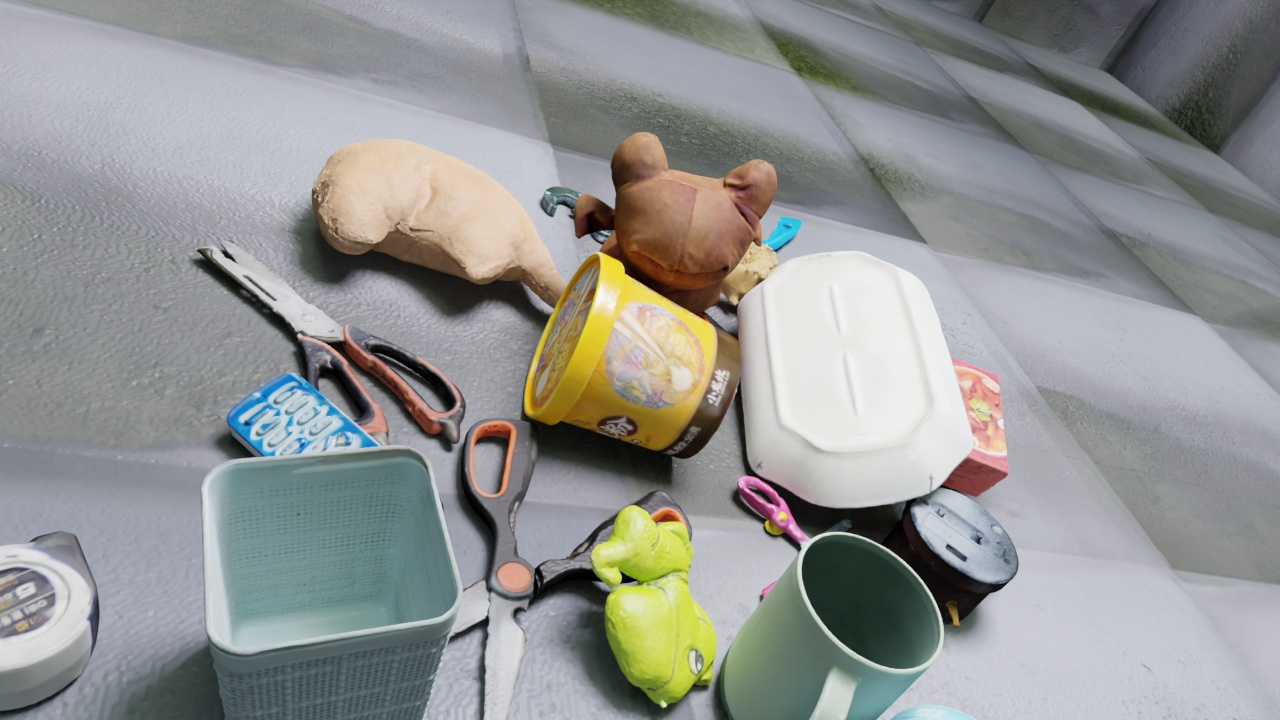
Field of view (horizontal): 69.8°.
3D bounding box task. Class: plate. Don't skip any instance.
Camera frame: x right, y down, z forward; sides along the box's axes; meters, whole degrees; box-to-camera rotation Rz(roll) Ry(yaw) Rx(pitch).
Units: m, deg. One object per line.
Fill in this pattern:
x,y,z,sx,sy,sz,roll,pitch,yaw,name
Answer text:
0.155,-0.004,0.702,0.162,0.034,0.265,-5,44,9,plate

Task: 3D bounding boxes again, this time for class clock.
0.217,0.130,0.644,0.082,0.055,0.121,36,35,15,clock

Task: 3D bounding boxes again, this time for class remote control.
-0.170,0.058,0.506,0.125,0.024,0.048,37,55,16,remote control

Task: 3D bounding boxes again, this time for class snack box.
0.231,0.032,0.741,0.113,0.044,0.126,20,48,-9,snack box

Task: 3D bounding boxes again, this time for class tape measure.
-0.262,0.109,0.379,0.065,0.034,0.066,-11,47,-39,tape measure

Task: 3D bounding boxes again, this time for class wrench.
0.007,-0.074,0.809,0.056,0.016,0.273,-19,54,-42,wrench

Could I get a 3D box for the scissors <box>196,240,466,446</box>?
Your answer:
-0.210,-0.010,0.585,0.204,0.015,0.198,14,37,-17,scissors

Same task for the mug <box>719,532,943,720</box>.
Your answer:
0.091,0.162,0.472,0.082,0.107,0.111,30,34,3,mug

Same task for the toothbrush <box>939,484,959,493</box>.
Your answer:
0.176,0.057,0.736,0.189,0.014,0.016,35,48,1,toothbrush

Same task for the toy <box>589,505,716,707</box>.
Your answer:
0.007,0.133,0.495,0.096,0.031,0.100,28,56,-34,toy

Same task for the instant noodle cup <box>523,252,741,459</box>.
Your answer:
-0.004,0.004,0.620,0.114,0.119,0.118,24,34,-18,instant noodle cup

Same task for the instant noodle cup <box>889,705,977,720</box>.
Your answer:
0.129,0.223,0.428,0.111,0.111,0.120,43,30,23,instant noodle cup

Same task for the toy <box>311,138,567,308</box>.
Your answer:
-0.134,-0.100,0.704,0.226,0.083,0.143,18,40,-17,toy

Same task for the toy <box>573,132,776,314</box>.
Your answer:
0.020,-0.091,0.688,0.140,0.200,0.130,14,68,-2,toy

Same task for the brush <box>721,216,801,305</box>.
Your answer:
0.120,-0.109,0.910,0.083,0.046,0.254,14,24,18,brush

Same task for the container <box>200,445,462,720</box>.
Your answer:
-0.133,0.108,0.388,0.090,0.112,0.090,-3,45,-24,container

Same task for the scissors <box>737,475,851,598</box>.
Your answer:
0.111,0.128,0.614,0.133,0.017,0.134,41,32,14,scissors

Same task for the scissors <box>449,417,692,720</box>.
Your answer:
-0.066,0.111,0.520,0.220,0.022,0.227,-6,45,-31,scissors
